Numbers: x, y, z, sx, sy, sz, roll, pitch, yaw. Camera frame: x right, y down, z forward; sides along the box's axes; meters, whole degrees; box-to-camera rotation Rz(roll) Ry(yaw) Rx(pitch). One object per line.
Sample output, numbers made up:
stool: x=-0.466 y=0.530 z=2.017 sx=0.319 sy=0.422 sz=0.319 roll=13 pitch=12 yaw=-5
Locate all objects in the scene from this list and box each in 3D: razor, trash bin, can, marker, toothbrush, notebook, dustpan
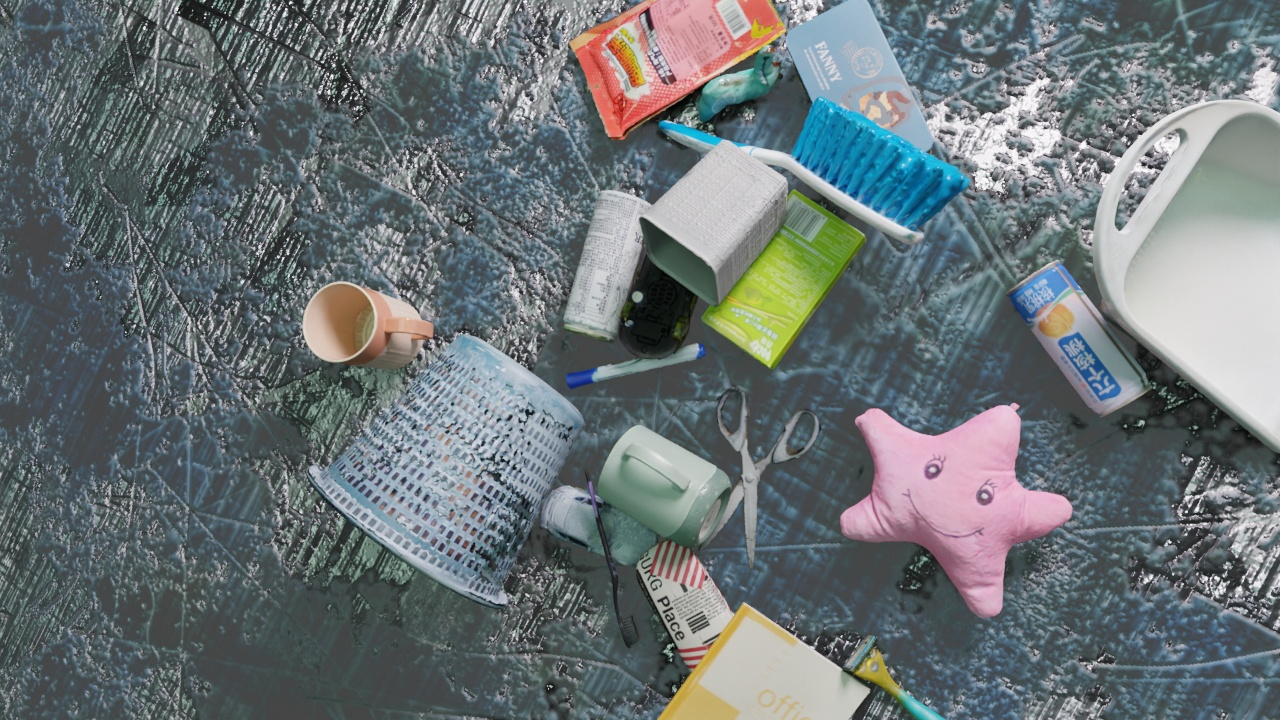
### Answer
razor: x=0.245 y=0.307 z=0.822 sx=0.132 sy=0.028 sz=0.043 roll=38 pitch=64 yaw=18
trash bin: x=-0.165 y=0.093 z=0.879 sx=0.226 sy=0.226 sz=0.195 roll=33 pitch=81 yaw=16
can: x=0.383 y=-0.019 z=0.803 sx=0.053 sy=0.053 sz=0.134 roll=-34 pitch=77 yaw=10
marker: x=-0.006 y=0.005 z=0.929 sx=0.146 sy=0.017 sz=0.017 roll=-13 pitch=81 yaw=14
toothbrush: x=-0.029 y=0.193 z=0.891 sx=0.017 sy=0.014 sz=0.189 roll=-13 pitch=100 yaw=2
can: x=-0.033 y=-0.094 z=0.926 sx=0.058 sy=0.058 sz=0.146 roll=15 pitch=89 yaw=17
notebook: x=0.094 y=0.345 z=0.848 sx=0.146 sy=0.010 sz=0.206 roll=35 pitch=95 yaw=-3
dustpan: x=0.491 y=-0.078 z=0.734 sx=0.258 sy=0.142 sz=0.223 roll=33 pitch=94 yaw=18

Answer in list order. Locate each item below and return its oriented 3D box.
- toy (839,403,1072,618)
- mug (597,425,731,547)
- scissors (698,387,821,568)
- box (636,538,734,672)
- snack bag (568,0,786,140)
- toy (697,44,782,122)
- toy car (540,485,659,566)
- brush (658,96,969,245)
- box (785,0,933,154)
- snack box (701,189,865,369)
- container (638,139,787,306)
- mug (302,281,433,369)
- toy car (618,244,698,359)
toy: x=0.272 y=0.108 z=0.810 sx=0.194 sy=0.074 sz=0.178 roll=33 pitch=93 yaw=17
mug: x=0.023 y=0.114 z=0.858 sx=0.106 sy=0.112 sz=0.082 roll=28 pitch=70 yaw=22
scissors: x=0.107 y=0.107 z=0.890 sx=0.178 sy=0.014 sz=0.159 roll=-34 pitch=77 yaw=12
box: x=0.055 y=0.246 z=0.877 sx=0.070 sy=0.055 sz=0.164 roll=-33 pitch=82 yaw=24
snack bag: x=0.036 y=-0.323 z=0.930 sx=0.208 sy=0.073 sz=0.128 roll=-26 pitch=73 yaw=17
toy: x=0.100 y=-0.273 z=0.900 sx=0.092 sy=0.096 sz=0.030 roll=-22 pitch=78 yaw=-6
toy car: x=-0.041 y=0.165 z=0.915 sx=0.121 sy=0.036 sz=0.054 roll=18 pitch=89 yaw=14
brush: x=0.142 y=-0.195 z=0.845 sx=0.314 sy=0.060 sz=0.110 roll=41 pitch=121 yaw=30
box: x=0.206 y=-0.253 z=0.873 sx=0.090 sy=0.060 sz=0.184 roll=-26 pitch=80 yaw=12
snack box: x=0.138 y=-0.078 z=0.892 sx=0.086 sy=0.026 sz=0.156 roll=36 pitch=94 yaw=16
container: x=0.072 y=-0.129 z=0.849 sx=0.090 sy=0.090 sz=0.114 roll=39 pitch=78 yaw=19
mug: x=-0.273 y=-0.034 z=0.962 sx=0.115 sy=0.106 sz=0.081 roll=0 pitch=84 yaw=16
toy car: x=0.027 y=-0.075 z=0.914 sx=0.070 sy=0.042 sz=0.158 roll=18 pitch=83 yaw=15
